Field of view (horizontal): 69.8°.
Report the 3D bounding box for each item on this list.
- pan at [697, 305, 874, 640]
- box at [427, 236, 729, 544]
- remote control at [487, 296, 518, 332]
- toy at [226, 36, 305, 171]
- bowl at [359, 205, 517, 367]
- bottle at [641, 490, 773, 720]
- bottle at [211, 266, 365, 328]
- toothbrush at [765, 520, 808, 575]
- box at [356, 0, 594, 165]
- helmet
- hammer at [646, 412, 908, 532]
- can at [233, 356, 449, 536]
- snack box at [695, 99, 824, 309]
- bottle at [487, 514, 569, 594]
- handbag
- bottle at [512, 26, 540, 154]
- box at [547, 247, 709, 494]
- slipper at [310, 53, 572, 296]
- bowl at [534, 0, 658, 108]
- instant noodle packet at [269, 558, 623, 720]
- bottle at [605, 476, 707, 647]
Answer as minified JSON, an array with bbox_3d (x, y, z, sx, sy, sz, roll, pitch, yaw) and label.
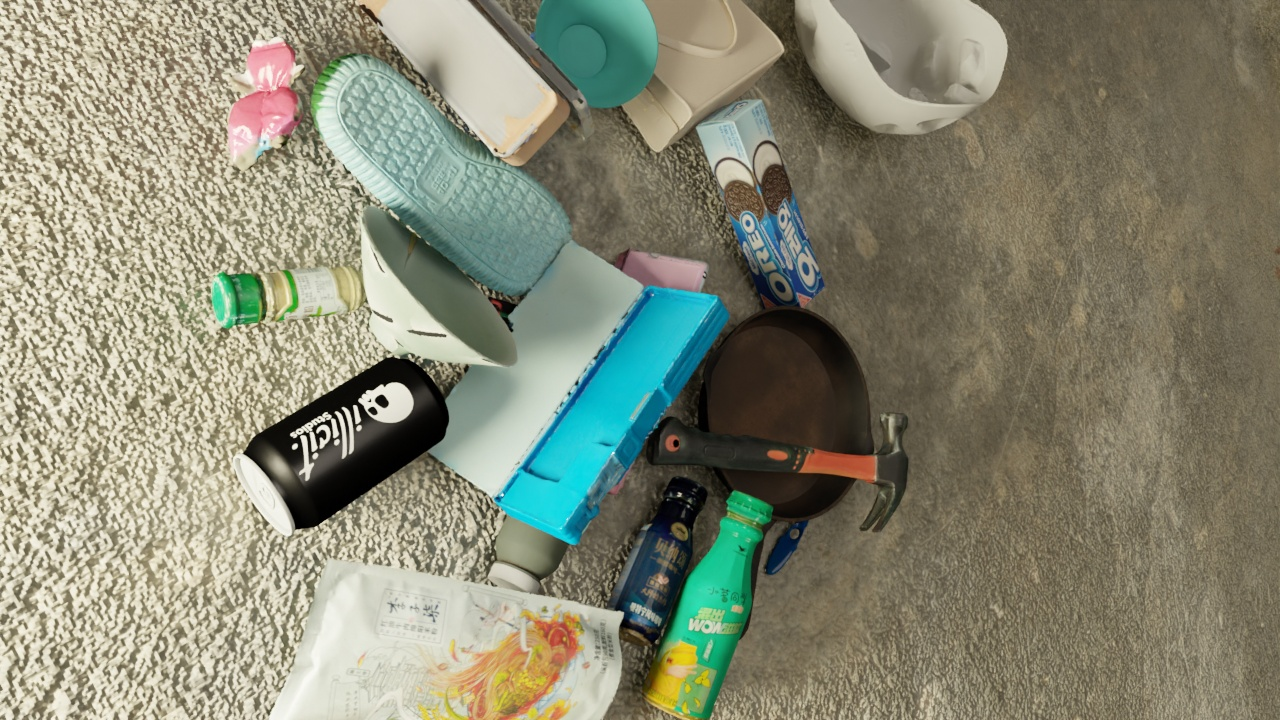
[{"bbox_3d":[0.131,0.116,0.967,0.248,0.043,0.355,28,71,-28],"label":"pan"},{"bbox_3d":[-0.054,0.023,0.794,0.243,0.174,0.064,-55,154,-21],"label":"box"},{"bbox_3d":[-0.126,0.014,0.819,0.045,0.021,0.140,16,68,-30],"label":"remote control"},{"bbox_3d":[-0.289,-0.202,0.726,0.050,0.065,0.102,26,58,-64],"label":"toy"},{"bbox_3d":[-0.181,-0.040,0.740,0.068,0.174,0.174,-43,111,8],"label":"bowl"},{"bbox_3d":[0.069,0.227,0.861,0.068,0.068,0.209,28,79,-29],"label":"bottle"},{"bbox_3d":[-0.272,-0.052,0.714,0.109,0.043,0.042,-10,87,-38],"label":"bottle"},{"bbox_3d":[0.173,0.183,1.002,0.021,0.016,0.132,33,57,13],"label":"toothbrush"},{"bbox_3d":[-0.144,-0.261,0.790,0.107,0.095,0.216,-39,78,-15],"label":"box"},{"bbox_3d":[0.293,-0.401,1.098,0.282,0.184,0.223,44,53,-29],"label":"helmet"},{"bbox_3d":[0.150,0.100,0.937,0.332,0.033,0.133,11,80,-30],"label":"hammer"},{"bbox_3d":[-0.224,0.063,0.701,0.145,0.080,0.080,-36,102,-35],"label":"can"},{"bbox_3d":[0.131,-0.161,0.983,0.059,0.059,0.226,-43,121,-34],"label":"snack box"},{"bbox_3d":[-0.089,0.147,0.795,0.060,0.060,0.108,37,62,-24],"label":"bottle"},{"bbox_3d":[0.024,-0.347,0.962,0.198,0.102,0.194,50,56,-3],"label":"handbag"},{"bbox_3d":[-0.107,-0.259,0.868,0.048,0.048,0.131,23,68,-30],"label":"bottle"},{"bbox_3d":[-0.005,0.003,0.859,0.099,0.099,0.232,36,63,-26],"label":"box"},{"bbox_3d":[-0.170,-0.149,0.789,0.276,0.070,0.115,39,64,-40],"label":"slipper"},{"bbox_3d":[-0.047,-0.297,0.867,0.121,0.046,0.121,-2,96,-23],"label":"bowl"},{"bbox_3d":[-0.141,0.246,0.731,0.269,0.057,0.147,18,92,-33],"label":"instant noodle packet"},{"bbox_3d":[0.018,0.186,0.866,0.056,0.056,0.160,38,61,-24],"label":"bottle"}]
